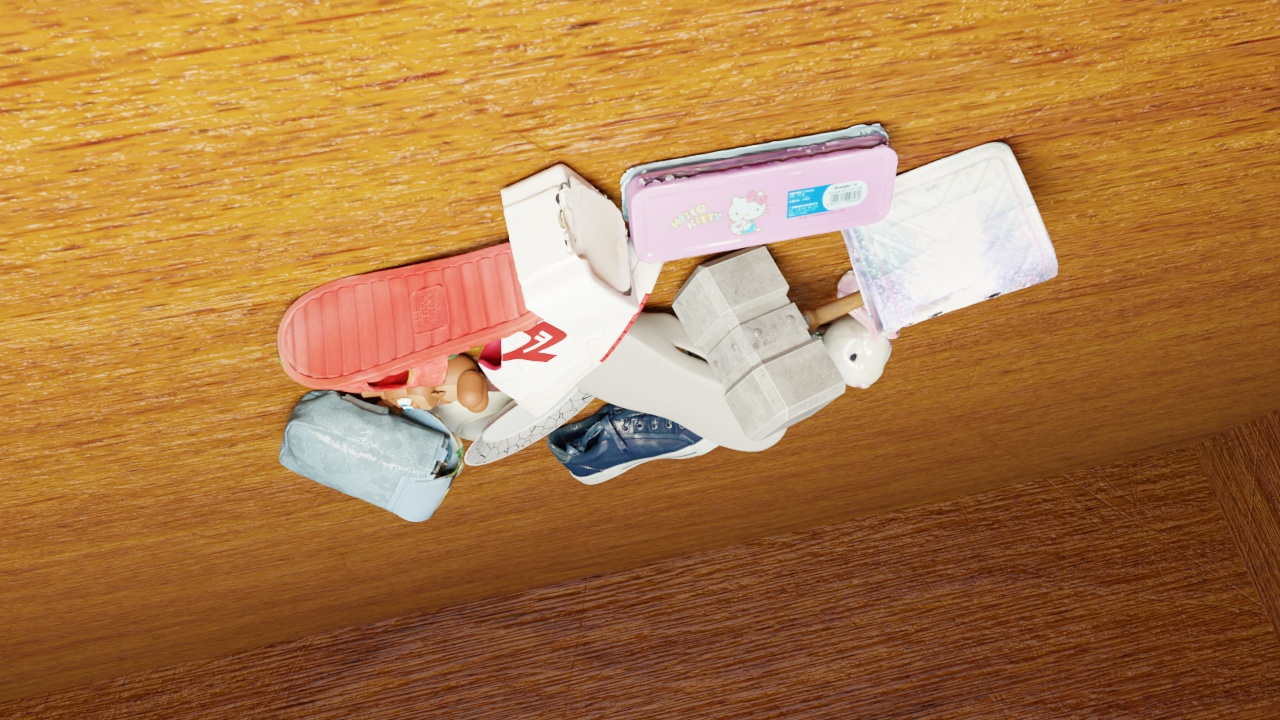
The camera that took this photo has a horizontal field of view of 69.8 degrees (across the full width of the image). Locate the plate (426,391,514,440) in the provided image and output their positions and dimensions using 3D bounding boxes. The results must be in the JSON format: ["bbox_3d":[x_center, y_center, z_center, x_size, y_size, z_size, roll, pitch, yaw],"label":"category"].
[{"bbox_3d":[-0.169,0.065,1.129,0.182,0.034,0.182,-12,161,-4],"label":"plate"}]

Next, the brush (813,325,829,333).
[{"bbox_3d":[0.222,-0.032,1.141,0.039,0.012,0.151,-20,159,22],"label":"brush"}]

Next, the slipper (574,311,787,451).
[{"bbox_3d":[0.031,0.003,0.943,0.266,0.080,0.113,22,141,-2],"label":"slipper"}]

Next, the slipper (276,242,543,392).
[{"bbox_3d":[-0.181,-0.029,0.760,0.249,0.103,0.059,-13,157,10],"label":"slipper"}]

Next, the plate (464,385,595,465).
[{"bbox_3d":[-0.120,0.059,1.041,0.188,0.016,0.189,-32,166,-9],"label":"plate"}]

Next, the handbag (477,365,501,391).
[{"bbox_3d":[-0.132,-0.004,0.983,0.055,0.029,0.120,2,151,-41],"label":"handbag"}]

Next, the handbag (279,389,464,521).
[{"bbox_3d":[-0.290,0.094,1.012,0.192,0.118,0.122,24,137,-9],"label":"handbag"}]

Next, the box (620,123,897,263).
[{"bbox_3d":[0.091,-0.136,0.721,0.214,0.065,0.078,-11,146,-5],"label":"box"}]

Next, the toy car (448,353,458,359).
[{"bbox_3d":[-0.220,-0.022,0.862,0.105,0.032,0.048,4,155,-27],"label":"toy car"}]

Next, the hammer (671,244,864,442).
[{"bbox_3d":[0.206,-0.056,0.921,0.316,0.162,0.083,-22,166,-27],"label":"hammer"}]

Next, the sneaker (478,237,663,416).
[{"bbox_3d":[-0.076,-0.044,0.816,0.104,0.090,0.237,34,138,-14],"label":"sneaker"}]

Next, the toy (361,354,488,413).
[{"bbox_3d":[-0.226,0.029,0.957,0.127,0.065,0.095,-7,163,-1],"label":"toy"}]

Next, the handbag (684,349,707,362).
[{"bbox_3d":[0.111,-0.007,1.008,0.122,0.106,0.067,-12,-172,-1],"label":"handbag"}]

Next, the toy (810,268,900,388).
[{"bbox_3d":[0.220,-0.007,1.048,0.131,0.105,0.206,11,142,-42],"label":"toy"}]

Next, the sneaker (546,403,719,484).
[{"bbox_3d":[-0.004,0.082,1.216,0.295,0.120,0.127,-21,137,28],"label":"sneaker"}]

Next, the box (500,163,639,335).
[{"bbox_3d":[-0.038,-0.089,0.684,0.091,0.107,0.102,-23,159,18],"label":"box"}]

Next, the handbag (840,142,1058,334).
[{"bbox_3d":[0.264,-0.102,0.804,0.159,0.126,0.069,-19,162,12],"label":"handbag"}]
